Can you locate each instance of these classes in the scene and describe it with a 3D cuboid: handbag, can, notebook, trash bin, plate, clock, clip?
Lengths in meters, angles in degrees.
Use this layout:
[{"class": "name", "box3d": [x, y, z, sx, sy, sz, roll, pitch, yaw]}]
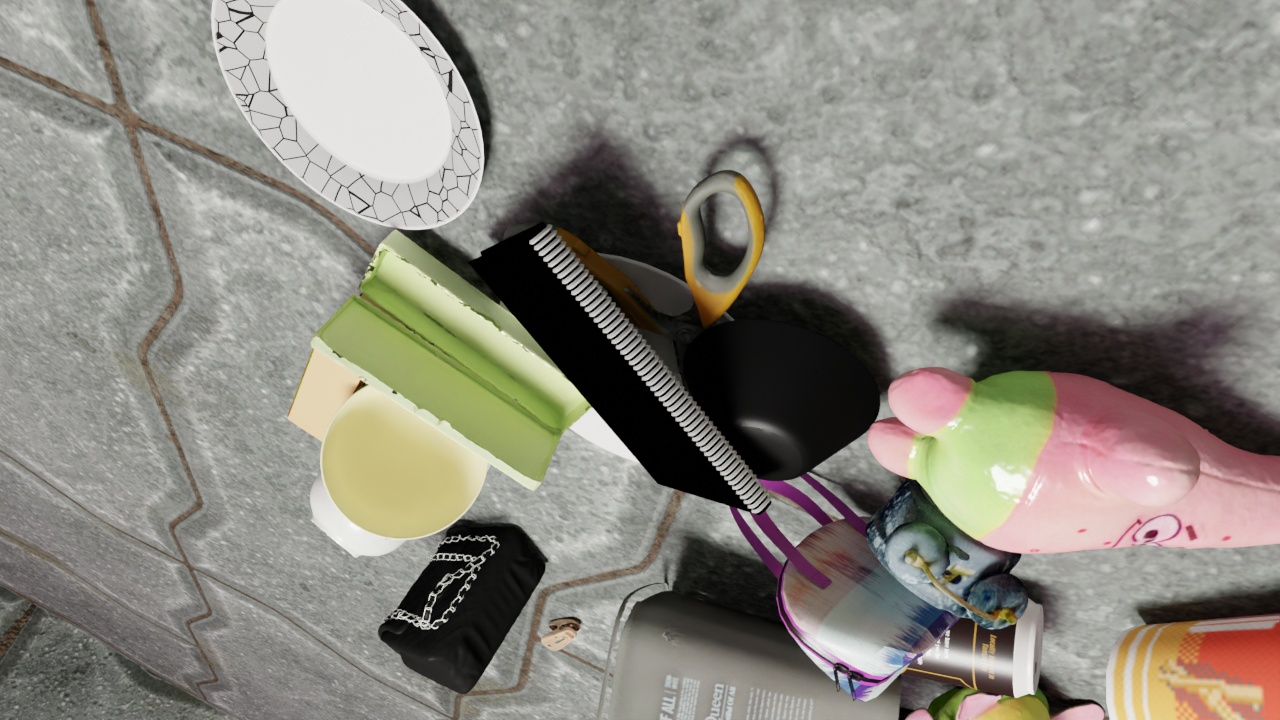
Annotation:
[{"class": "handbag", "box3d": [0.128, 0.134, 0.626, 0.170, 0.144, 0.068, 46, 135, 22]}, {"class": "can", "box3d": [0.223, 0.199, 0.674, 0.129, 0.071, 0.072, 3, 135, 29]}, {"class": "notebook", "box3d": [-0.018, 0.008, 0.566, 0.206, 0.016, 0.149, 51, 163, -15]}, {"class": "trash bin", "box3d": [0.093, 0.307, 0.763, 0.220, 0.197, 0.197, 8, 173, 15]}, {"class": "plate", "box3d": [-0.004, 0.004, 0.644, 0.209, 0.015, 0.209, 18, 140, 15]}, {"class": "handbag", "box3d": [-0.191, 0.227, 0.903, 0.125, 0.153, 0.115, -2, 136, 40]}, {"class": "plate", "box3d": [-0.177, -0.163, 0.566, 0.189, 0.016, 0.189, 18, 141, 15]}, {"class": "clock", "box3d": [0.190, 0.120, 0.569, 0.090, 0.129, 0.052, 30, 113, -2]}, {"class": "clip", "box3d": [-0.087, 0.303, 1.029, 0.024, 0.044, 0.062, 41, 122, -15]}]

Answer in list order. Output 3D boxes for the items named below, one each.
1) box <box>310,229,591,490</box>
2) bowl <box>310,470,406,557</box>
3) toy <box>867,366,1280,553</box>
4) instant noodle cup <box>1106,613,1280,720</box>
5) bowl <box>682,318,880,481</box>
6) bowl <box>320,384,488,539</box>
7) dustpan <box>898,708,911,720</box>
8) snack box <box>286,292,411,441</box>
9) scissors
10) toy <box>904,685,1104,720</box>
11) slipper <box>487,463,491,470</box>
[{"class": "box", "box3d": [-0.118, -0.005, 0.646, 0.188, 0.091, 0.083, 34, 119, -11]}, {"class": "bowl", "box3d": [-0.289, 0.157, 0.931, 0.113, 0.063, 0.113, 35, 160, 14]}, {"class": "toy", "box3d": [0.245, 0.062, 0.492, 0.237, 0.096, 0.192, 10, 162, 10]}, {"class": "instant noodle cup", "box3d": [0.373, 0.215, 0.568, 0.123, 0.123, 0.121, 45, 147, -19]}, {"class": "bowl", "box3d": [0.078, 0.037, 0.556, 0.124, 0.052, 0.124, 15, 143, 11]}, {"class": "bowl", "box3d": [-0.180, 0.070, 0.694, 0.118, 0.118, 0.074, 41, 167, -14]}, {"class": "dustpan", "box3d": [0.253, 0.438, 0.915, 0.274, 0.079, 0.236, 2, 134, 31]}, {"class": "snack box", "box3d": [-0.224, 0.000, 0.720, 0.040, 0.088, 0.126, 36, 142, -8]}, {"class": "scissors", "box3d": [0.012, -0.034, 0.564, 0.225, 0.016, 0.226, 16, 142, 14]}, {"class": "toy", "box3d": [0.279, 0.324, 0.735, 0.238, 0.190, 0.088, 48, 176, -35]}, {"class": "slipper", "box3d": [-0.188, 0.091, 0.812, 0.104, 0.074, 0.246, 30, 143, -1]}]
